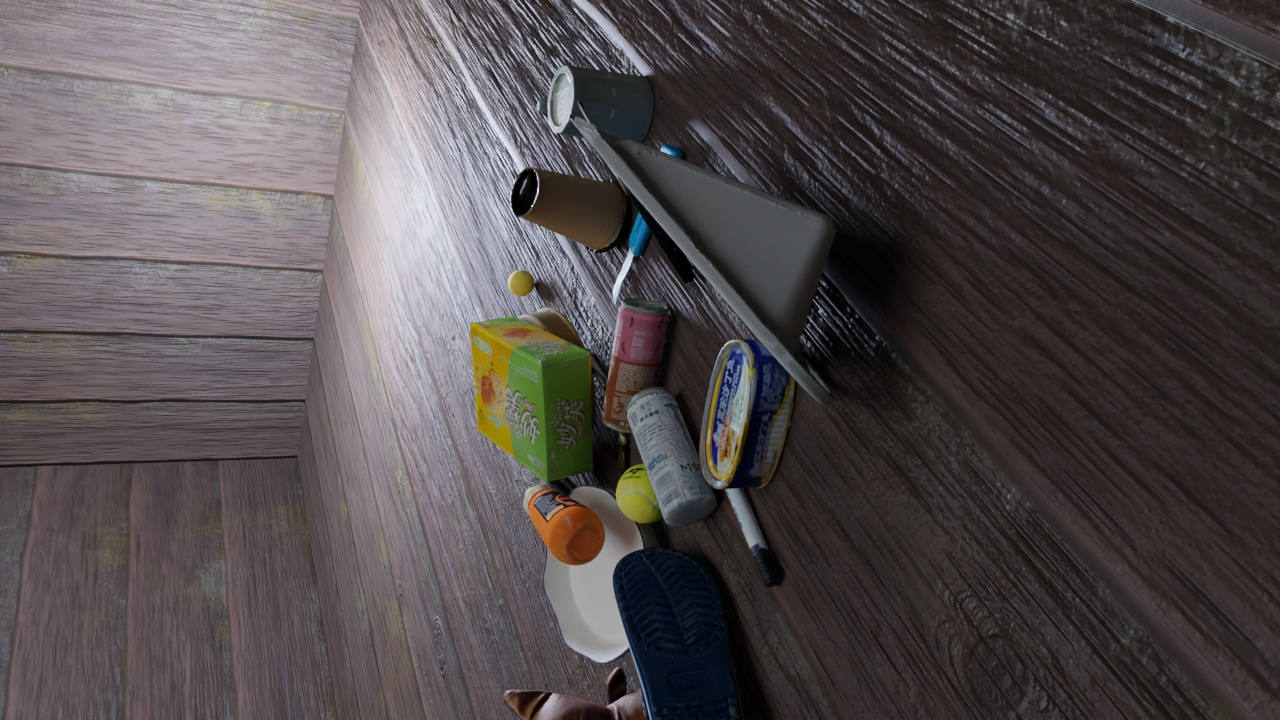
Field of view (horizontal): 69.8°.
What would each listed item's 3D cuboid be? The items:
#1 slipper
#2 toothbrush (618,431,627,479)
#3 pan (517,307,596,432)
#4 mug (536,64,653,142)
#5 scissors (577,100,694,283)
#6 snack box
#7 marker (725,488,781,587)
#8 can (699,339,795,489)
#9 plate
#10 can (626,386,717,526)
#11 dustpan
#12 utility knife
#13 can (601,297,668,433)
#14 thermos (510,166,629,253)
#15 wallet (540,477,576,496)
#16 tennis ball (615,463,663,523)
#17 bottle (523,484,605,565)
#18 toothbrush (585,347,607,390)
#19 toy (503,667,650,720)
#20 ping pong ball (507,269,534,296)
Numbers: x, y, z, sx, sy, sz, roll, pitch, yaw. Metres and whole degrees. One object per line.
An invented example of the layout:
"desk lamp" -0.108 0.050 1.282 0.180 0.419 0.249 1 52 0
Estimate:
"slipper" 0.045 0.303 0.916 0.095 0.105 0.252 82 172 -47
"toothbrush" -0.023 0.168 1.116 0.012 0.017 0.186 -1 89 53
"pan" -0.154 0.018 1.322 0.358 0.078 0.198 10 109 57
"mug" -0.058 -0.304 1.104 0.124 0.103 0.084 17 105 60
"scissors" -0.001 -0.170 0.946 0.232 0.022 0.220 56 -175 -15
"snack box" -0.141 0.042 1.166 0.210 0.069 0.158 25 122 53
"marker" 0.104 0.155 0.881 0.023 0.018 0.130 103 152 -52
"can" 0.099 0.051 0.860 0.074 0.049 0.148 38 122 57
"plate" -0.043 0.251 1.090 0.205 0.045 0.205 -4 84 49
"can" 0.031 0.101 0.976 0.058 0.058 0.146 -60 39 42
"dustpan" 0.060 -0.073 0.746 0.222 0.258 0.143 -38 -32 -80
"utility knife" 0.002 -0.155 1.080 0.034 0.018 0.224 63 143 40
"can" -0.006 0.006 1.047 0.058 0.057 0.147 35 119 57
"thermos" -0.083 -0.187 1.120 0.093 0.143 0.093 -13 73 48
"wallet" -0.111 0.163 1.208 0.037 0.106 0.130 -43 29 -8
"tennis ball" 0.006 0.147 1.013 0.066 0.065 0.065 -3 86 62
"bottle" -0.099 0.185 1.082 0.149 0.066 0.067 29 114 55
"toothbrush" -0.046 0.031 1.163 0.191 0.018 0.016 51 133 50
"toy" -0.042 0.398 0.958 0.131 0.199 0.140 -61 37 35
"ping pong ball" -0.181 -0.117 1.392 0.040 0.040 0.040 -3 86 62
